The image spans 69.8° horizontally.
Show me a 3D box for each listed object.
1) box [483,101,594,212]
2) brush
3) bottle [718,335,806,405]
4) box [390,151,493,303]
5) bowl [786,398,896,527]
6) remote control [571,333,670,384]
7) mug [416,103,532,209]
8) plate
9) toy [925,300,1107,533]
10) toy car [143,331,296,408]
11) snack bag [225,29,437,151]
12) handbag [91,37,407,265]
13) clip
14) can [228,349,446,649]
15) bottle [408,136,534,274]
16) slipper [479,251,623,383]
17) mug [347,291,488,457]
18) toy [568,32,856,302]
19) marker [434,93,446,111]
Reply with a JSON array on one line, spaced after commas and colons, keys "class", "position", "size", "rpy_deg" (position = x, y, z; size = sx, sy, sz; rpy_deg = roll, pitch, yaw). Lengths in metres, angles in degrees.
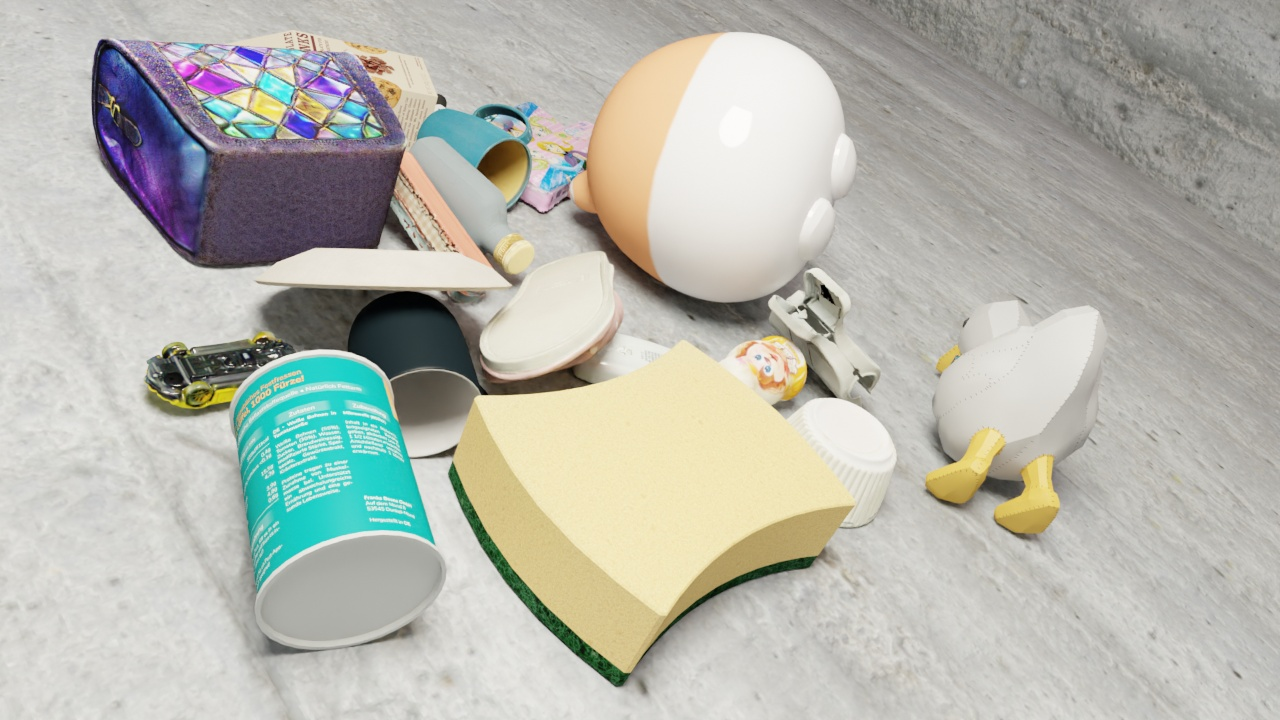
[{"class": "box", "position": [-0.122, -0.253, 1.090], "size": [0.159, 0.035, 0.229], "rpy_deg": [30, 33, 10]}, {"class": "brush", "position": [0.011, 0.092, 0.664], "size": [0.249, 0.075, 0.195], "rpy_deg": [-16, 51, -45]}, {"class": "bottle", "position": [0.102, 0.014, 0.841], "size": [0.108, 0.063, 0.063], "rpy_deg": [-14, 50, -43]}, {"class": "box", "position": [-0.191, -0.134, 0.835], "size": [0.058, 0.053, 0.186], "rpy_deg": [-28, 70, -27]}, {"class": "bowl", "position": [0.169, 0.080, 0.794], "size": [0.115, 0.063, 0.115], "rpy_deg": [17, 34, -13]}, {"class": "remote control", "position": [-0.005, 0.005, 0.815], "size": [0.114, 0.028, 0.060], "rpy_deg": [13, 35, -13]}, {"class": "mug", "position": [-0.167, -0.223, 0.956], "size": [0.104, 0.084, 0.112], "rpy_deg": [35, 73, 27]}, {"class": "plate", "position": [-0.194, -0.071, 0.704], "size": [0.189, 0.027, 0.188], "rpy_deg": [2, 6, 0]}, {"class": "toy", "position": [0.361, 0.027, 0.896], "size": [0.141, 0.247, 0.266], "rpy_deg": [24, 56, -3]}, {"class": "toy car", "position": [-0.282, 0.009, 0.629], "size": [0.106, 0.030, 0.049], "rpy_deg": [-9, 48, -43]}, {"class": "snack bag", "position": [-0.330, -0.287, 0.962], "size": [0.206, 0.070, 0.094], "rpy_deg": [4, 40, -29]}, {"class": "handbag", "position": [-0.333, -0.195, 0.786], "size": [0.204, 0.126, 0.222], "rpy_deg": [-14, 53, -43]}, {"class": "clip", "position": [0.177, -0.026, 0.892], "size": [0.081, 0.147, 0.125], "rpy_deg": [-35, 54, -7]}, {"class": "can", "position": [-0.180, 0.078, 0.538], "size": [0.099, 0.099, 0.144], "rpy_deg": [1, 41, -32]}, {"class": "bottle", "position": [-0.163, -0.141, 0.870], "size": [0.161, 0.072, 0.046], "rpy_deg": [43, 35, 24]}, {"class": "slipper", "position": [-0.067, -0.034, 0.772], "size": [0.114, 0.054, 0.273], "rpy_deg": [-13, 20, 9]}, {"class": "mug", "position": [-0.153, 0.014, 0.670], "size": [0.121, 0.085, 0.094], "rpy_deg": [34, 21, -43]}, {"class": "toy", "position": [0.072, -0.196, 0.941], "size": [0.281, 0.262, 0.266], "rpy_deg": [19, -12, 22]}, {"class": "marker", "position": [-0.230, -0.270, 1.043], "size": [0.025, 0.025, 0.125], "rpy_deg": [10, 37, -22]}]
